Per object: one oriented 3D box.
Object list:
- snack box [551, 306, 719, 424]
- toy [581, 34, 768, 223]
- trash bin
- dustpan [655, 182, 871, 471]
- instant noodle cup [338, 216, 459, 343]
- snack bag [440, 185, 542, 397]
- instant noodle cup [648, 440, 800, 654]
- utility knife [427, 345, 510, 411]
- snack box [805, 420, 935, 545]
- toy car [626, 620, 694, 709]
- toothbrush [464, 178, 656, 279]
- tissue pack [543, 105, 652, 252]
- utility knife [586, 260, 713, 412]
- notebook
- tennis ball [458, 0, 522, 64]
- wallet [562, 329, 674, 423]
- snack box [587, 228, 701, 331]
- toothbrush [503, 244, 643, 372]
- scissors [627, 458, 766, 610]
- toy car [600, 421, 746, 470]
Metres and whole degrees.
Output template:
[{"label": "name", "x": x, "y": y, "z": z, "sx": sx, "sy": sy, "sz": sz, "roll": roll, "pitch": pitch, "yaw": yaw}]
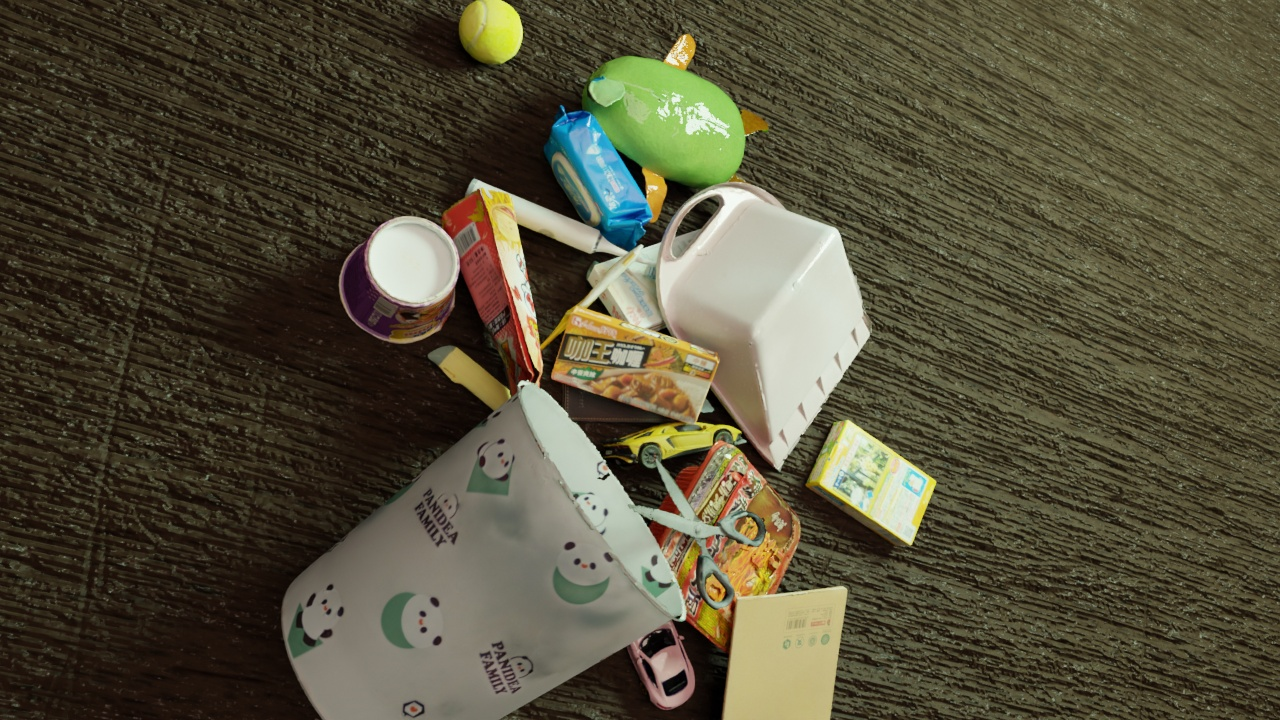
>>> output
[{"label": "snack box", "x": -0.005, "y": 0.005, "z": 0.915, "sx": 0.154, "sy": 0.026, "sz": 0.075, "roll": 18, "pitch": 110, "yaw": -2}, {"label": "toy", "x": 0.041, "y": -0.253, "z": 0.997, "sx": 0.246, "sy": 0.090, "sz": 0.226, "roll": 19, "pitch": 70, "yaw": -29}, {"label": "trash bin", "x": -0.129, "y": 0.180, "z": 0.747, "sx": 0.252, "sy": 0.229, "sz": 0.229, "roll": -35, "pitch": 94, "yaw": 4}, {"label": "dustpan", "x": 0.131, "y": -0.056, "z": 1.003, "sx": 0.222, "sy": 0.139, "sz": 0.274, "roll": -49, "pitch": 143, "yaw": -24}, {"label": "instant noodle cup", "x": -0.219, "y": -0.081, "z": 0.858, "sx": 0.111, "sy": 0.099, "sz": 0.111, "roll": 5, "pitch": 76, "yaw": -22}, {"label": "snack bag", "x": -0.130, "y": -0.052, "z": 0.869, "sx": 0.073, "sy": 0.129, "sz": 0.207, "roll": -13, "pitch": 76, "yaw": -17}, {"label": "instant noodle cup", "x": 0.073, "y": 0.185, "z": 0.916, "sx": 0.189, "sy": 0.079, "sz": 0.164, "roll": 48, "pitch": 64, "yaw": -36}, {"label": "utility knife", "x": -0.140, "y": 0.041, "z": 0.911, "sx": 0.165, "sy": 0.018, "sz": 0.030, "roll": 41, "pitch": 72, "yaw": -9}, {"label": "snack box", "x": 0.265, "y": 0.141, "z": 1.050, "sx": 0.140, "sy": 0.034, "sz": 0.086, "roll": 34, "pitch": 69, "yaw": -15}, {"label": "toy car", "x": 0.015, "y": 0.287, "z": 0.916, "sx": 0.056, "sy": 0.037, "sz": 0.122, "roll": -22, "pitch": 87, "yaw": -26}, {"label": "toothbrush", "x": -0.073, "y": -0.132, "z": 0.941, "sx": 0.221, "sy": 0.027, "sz": 0.026, "roll": 22, "pitch": 85, "yaw": -4}, {"label": "tissue pack", "x": -0.047, "y": -0.184, "z": 0.952, "sx": 0.052, "sy": 0.095, "sz": 0.157, "roll": -33, "pitch": 94, "yaw": -12}, {"label": "utility knife", "x": 0.009, "y": -0.024, "z": 0.965, "sx": 0.029, "sy": 0.013, "sz": 0.205, "roll": -35, "pitch": 81, "yaw": -32}, {"label": "notebook", "x": 0.142, "y": 0.335, "z": 0.928, "sx": 0.147, "sy": 0.008, "sz": 0.207, "roll": 4, "pitch": 95, "yaw": -32}, {"label": "tennis ball", "x": -0.156, "y": -0.342, "z": 0.953, "sx": 0.065, "sy": 0.066, "sz": 0.065, "roll": 5, "pitch": 78, "yaw": -22}, {"label": "wallet", "x": -0.023, "y": 0.018, "z": 0.964, "sx": 0.122, "sy": 0.020, "sz": 0.096, "roll": 3, "pitch": 78, "yaw": -20}, {"label": "snack box", "x": 0.030, "y": -0.084, "z": 0.980, "sx": 0.156, "sy": 0.027, "sz": 0.084, "roll": -23, "pitch": 72, "yaw": -30}, {"label": "toothbrush", "x": -0.068, "y": -0.052, "z": 0.925, "sx": 0.191, "sy": 0.016, "sz": 0.018, "roll": -45, "pitch": 87, "yaw": -1}, {"label": "scissors", "x": 0.056, "y": 0.157, "z": 0.834, "sx": 0.159, "sy": 0.014, "sz": 0.174, "roll": -15, "pitch": 106, "yaw": -38}, {"label": "toy car", "x": 0.034, "y": 0.085, "z": 0.945, "sx": 0.155, "sy": 0.071, "sz": 0.041, "roll": -7, "pitch": 86, "yaw": -26}]
